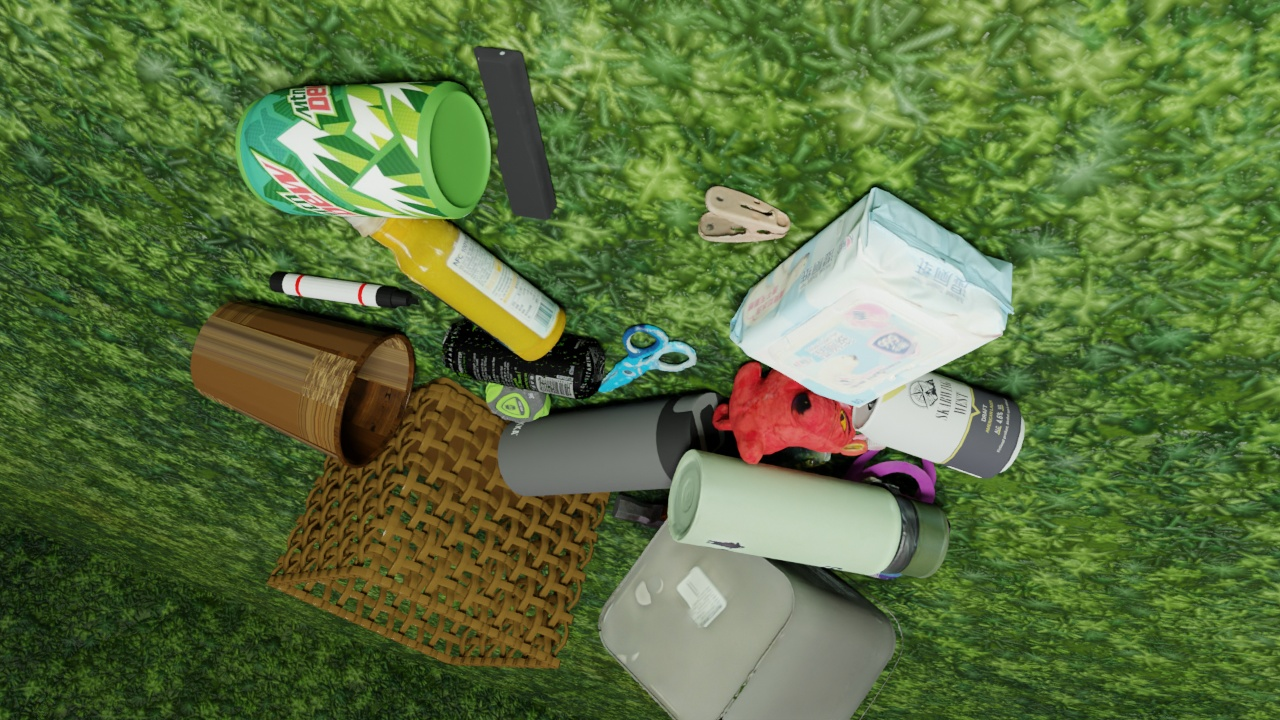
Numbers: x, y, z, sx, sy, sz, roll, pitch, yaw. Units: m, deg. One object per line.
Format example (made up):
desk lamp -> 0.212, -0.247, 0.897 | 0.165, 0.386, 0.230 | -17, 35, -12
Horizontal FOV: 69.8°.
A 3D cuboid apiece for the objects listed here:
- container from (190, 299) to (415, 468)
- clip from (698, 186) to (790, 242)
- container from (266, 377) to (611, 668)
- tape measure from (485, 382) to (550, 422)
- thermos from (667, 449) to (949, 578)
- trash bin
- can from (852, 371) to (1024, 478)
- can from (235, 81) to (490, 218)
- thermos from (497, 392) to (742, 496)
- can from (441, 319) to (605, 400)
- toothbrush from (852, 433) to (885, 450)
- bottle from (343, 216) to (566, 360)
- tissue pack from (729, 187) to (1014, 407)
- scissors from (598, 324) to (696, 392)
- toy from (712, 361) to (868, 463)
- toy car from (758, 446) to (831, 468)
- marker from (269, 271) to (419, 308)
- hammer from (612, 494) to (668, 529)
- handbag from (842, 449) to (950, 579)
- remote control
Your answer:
container -> -0.323, 0.014, 0.876 | 0.167, 0.132, 0.132 | 18, 151, 11
clip -> 0.065, -0.089, 0.599 | 0.060, 0.024, 0.039 | 20, 150, -12
container -> -0.213, 0.189, 1.014 | 0.251, 0.213, 0.220 | 37, 145, -31
tape measure -> -0.117, 0.030, 0.881 | 0.059, 0.035, 0.066 | 3, 145, 6
thermos -> 0.143, 0.128, 0.764 | 0.231, 0.082, 0.083 | 12, 152, -14
trash bin -> 0.097, 0.255, 0.858 | 0.197, 0.197, 0.220 | 34, 178, 40
can -> 0.220, 0.042, 0.698 | 0.127, 0.064, 0.064 | 19, 150, -3
can -> -0.177, -0.134, 0.588 | 0.144, 0.082, 0.083 | 5, 148, 21
thermos -> -0.023, 0.083, 0.872 | 0.241, 0.082, 0.082 | -10, 141, 38
can -> -0.101, -0.001, 0.800 | 0.138, 0.053, 0.054 | 10, 150, 12
toothbrush -> 0.163, 0.078, 0.835 | 0.135, 0.016, 0.021 | -11, 140, 39
bottle -> -0.141, -0.069, 0.709 | 0.053, 0.053, 0.186 | -17, 136, 44
tissue pack -> 0.145, -0.031, 0.610 | 0.112, 0.069, 0.182 | 25, 150, -14
scissors -> -0.005, 0.005, 0.806 | 0.066, 0.015, 0.135 | 27, 151, -18
toy -> 0.118, 0.051, 0.756 | 0.094, 0.088, 0.133 | 25, 153, -36
toy car -> 0.129, 0.075, 0.821 | 0.033, 0.048, 0.106 | -2, 169, -42
marker -> -0.263, -0.061, 0.817 | 0.146, 0.019, 0.019 | 8, 149, 15
hammer -> 0.063, 0.149, 0.941 | 0.111, 0.028, 0.301 | 17, 161, -12
handbag -> 0.225, 0.134, 0.862 | 0.144, 0.067, 0.170 | 13, 144, 6
remote control -> -0.080, -0.142, 0.593 | 0.032, 0.015, 0.137 | 10, 149, 11
